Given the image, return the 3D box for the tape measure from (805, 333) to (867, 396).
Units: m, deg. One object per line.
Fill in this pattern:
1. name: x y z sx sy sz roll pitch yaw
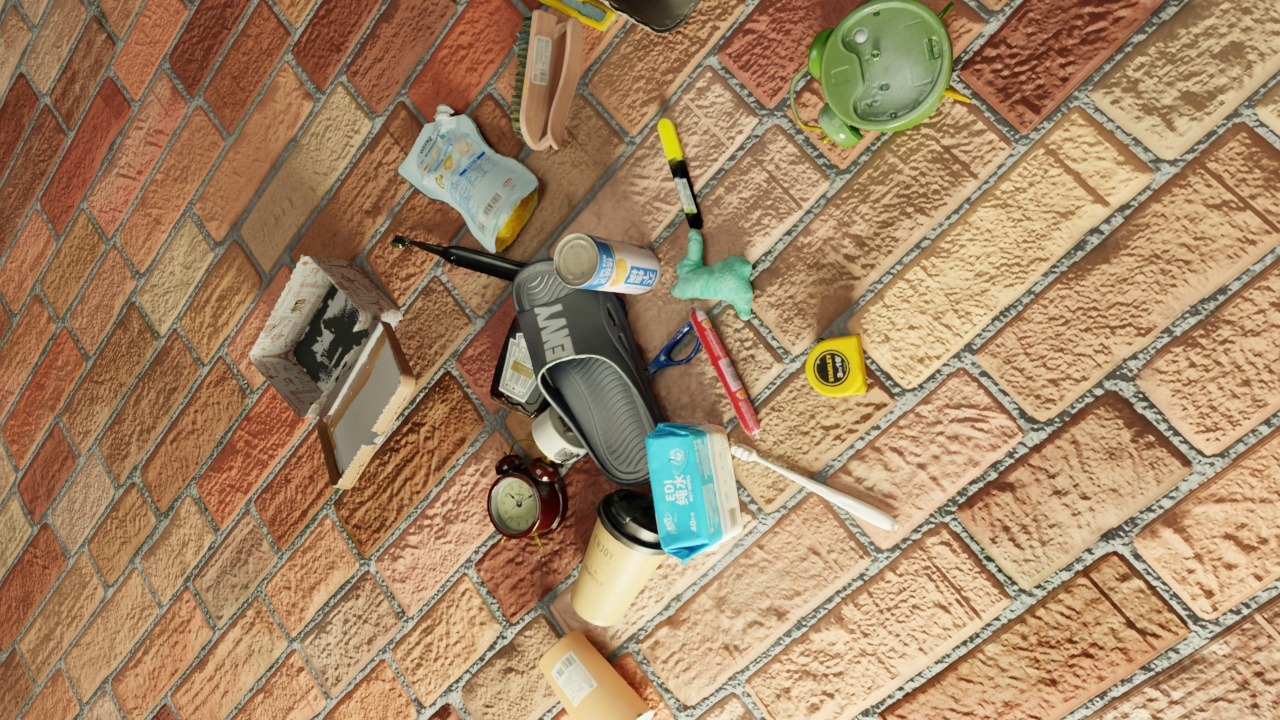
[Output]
1. tape measure: 0.190 0.006 0.883 0.057 0.028 0.060 -8 87 27

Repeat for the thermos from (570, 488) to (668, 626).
1. thermos: -0.021 0.209 0.974 0.093 0.092 0.143 37 115 23

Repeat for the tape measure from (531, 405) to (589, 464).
1. tape measure: -0.086 0.080 1.014 0.034 0.065 0.065 -41 72 27

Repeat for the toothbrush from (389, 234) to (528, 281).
1. toothbrush: -0.220 -0.125 1.103 0.213 0.027 0.026 17 137 27

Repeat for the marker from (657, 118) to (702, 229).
1. marker: 0.043 -0.196 0.967 0.018 0.015 0.124 -19 85 28

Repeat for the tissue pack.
1. tissue pack: 0.052 0.129 0.927 0.063 0.089 0.140 -11 86 28

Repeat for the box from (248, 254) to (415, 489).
1. box: -0.369 0.011 1.142 0.272 0.106 0.178 47 112 32

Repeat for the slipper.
1. slipper: -0.053 0.010 0.960 0.111 0.083 0.268 -28 86 12

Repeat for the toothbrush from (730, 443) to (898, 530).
1. toothbrush: 0.169 0.124 0.905 0.180 0.016 0.016 25 105 26

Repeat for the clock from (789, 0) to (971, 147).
1. clock: 0.214 -0.262 0.847 0.161 0.056 0.116 -11 86 28

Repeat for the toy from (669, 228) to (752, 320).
1. toy: 0.072 -0.089 0.945 0.092 0.030 0.096 0 89 26

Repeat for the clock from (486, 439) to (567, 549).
1. clock: -0.130 0.150 1.046 0.082 0.055 0.122 2 91 29

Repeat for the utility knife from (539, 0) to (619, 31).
1. utility knife: -0.086 -0.408 1.028 0.154 0.015 0.033 33 109 24

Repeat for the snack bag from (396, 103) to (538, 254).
1. snack bag: -0.205 -0.219 1.088 0.191 0.038 0.110 42 115 23

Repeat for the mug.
1. mug: -0.054 0.362 1.002 0.123 0.078 0.078 46 111 24

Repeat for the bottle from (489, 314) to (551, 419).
1. bottle: -0.107 -0.034 1.036 0.080 0.044 0.195 25 102 18

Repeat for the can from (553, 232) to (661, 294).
1. can: -0.031 -0.097 0.940 0.053 0.134 0.053 0 91 29

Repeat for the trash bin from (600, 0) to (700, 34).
1. trash bin: -0.032 -0.479 0.906 0.220 0.198 0.199 45 111 26

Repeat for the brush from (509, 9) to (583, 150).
1. brush: -0.103 -0.306 1.014 0.073 0.063 0.146 15 99 38

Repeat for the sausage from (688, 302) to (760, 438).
1. sausage: 0.087 0.010 0.941 0.020 0.020 0.156 -29 82 26

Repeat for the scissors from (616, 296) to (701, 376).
1. scissors: -0.001 0.005 0.997 0.176 0.012 0.162 -36 76 26
